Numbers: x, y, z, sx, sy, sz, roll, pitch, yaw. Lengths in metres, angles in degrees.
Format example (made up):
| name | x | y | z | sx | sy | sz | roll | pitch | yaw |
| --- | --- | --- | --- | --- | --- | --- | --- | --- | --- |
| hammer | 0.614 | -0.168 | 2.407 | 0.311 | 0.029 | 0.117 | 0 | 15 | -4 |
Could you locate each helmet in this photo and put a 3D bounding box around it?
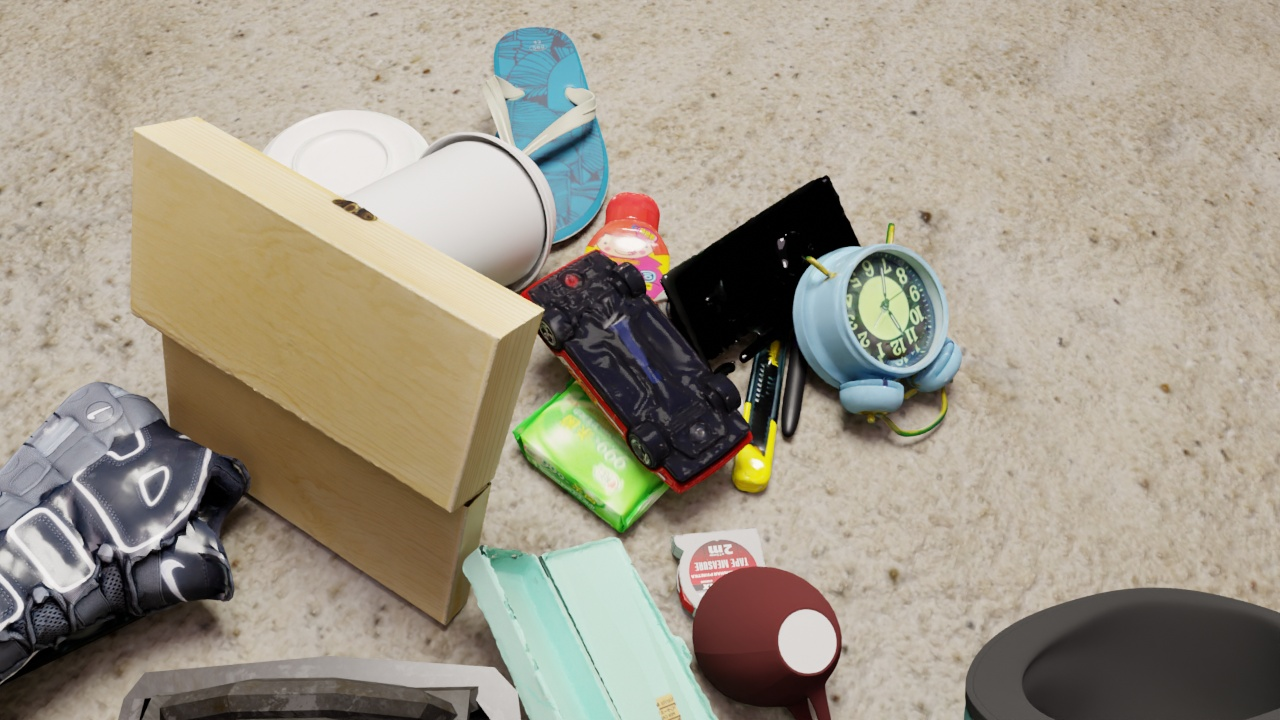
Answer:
| name | x | y | z | sx | sy | sz | roll | pitch | yaw |
| --- | --- | --- | --- | --- | --- | --- | --- | --- | --- |
| helmet | 0.254 | 0.248 | 0.470 | 0.274 | 0.200 | 0.177 | -8 | 12 | -26 |

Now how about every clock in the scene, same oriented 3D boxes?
| name | x | y | z | sx | sy | sz | roll | pitch | yaw |
| --- | --- | --- | --- | --- | --- | --- | --- | --- | --- |
| clock | 0.187 | -0.019 | 0.712 | 0.117 | 0.060 | 0.162 | -26 | 93 | -25 |

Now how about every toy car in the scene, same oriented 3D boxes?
| name | x | y | z | sx | sy | sz | roll | pitch | yaw |
| --- | --- | --- | --- | --- | --- | --- | --- | --- | --- |
| toy car | -0.004 | 0.004 | 0.657 | 0.081 | 0.056 | 0.189 | -34 | 73 | -20 |
| toy car | 0.088 | -0.065 | 0.739 | 0.191 | 0.071 | 0.094 | -36 | 103 | -29 |

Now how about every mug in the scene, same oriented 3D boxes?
| name | x | y | z | sx | sy | sz | roll | pitch | yaw |
| --- | --- | --- | --- | --- | --- | --- | --- | --- | --- |
| mug | 0.090 | 0.181 | 0.556 | 0.087 | 0.088 | 0.114 | -22 | 82 | -17 |

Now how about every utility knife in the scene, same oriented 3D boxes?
| name | x | y | z | sx | sy | sz | roll | pitch | yaw |
| --- | --- | --- | --- | --- | --- | --- | --- | --- | --- |
| utility knife | 0.096 | 0.024 | 0.716 | 0.029 | 0.020 | 0.172 | 12 | 54 | 2 |

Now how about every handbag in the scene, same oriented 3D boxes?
| name | x | y | z | sx | sy | sz | roll | pitch | yaw |
| --- | --- | --- | --- | --- | --- | --- | --- | --- | --- |
| handbag | -0.157 | 0.207 | 0.460 | 0.197 | 0.200 | 0.102 | 0 | 56 | -4 |

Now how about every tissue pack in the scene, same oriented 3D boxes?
| name | x | y | z | sx | sy | sz | roll | pitch | yaw |
| --- | --- | --- | --- | --- | --- | --- | --- | --- | --- |
| tissue pack | -0.021 | 0.059 | 0.673 | 0.114 | 0.034 | 0.099 | 35 | 61 | 20 |

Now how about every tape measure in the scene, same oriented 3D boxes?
| name | x | y | z | sx | sy | sz | roll | pitch | yaw |
| --- | --- | --- | --- | --- | --- | --- | --- | --- | --- |
| tape measure | 0.055 | 0.146 | 0.627 | 0.060 | 0.020 | 0.062 | -4 | 57 | -8 |

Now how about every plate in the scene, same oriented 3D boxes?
| name | x | y | z | sx | sy | sz | roll | pitch | yaw |
| --- | --- | --- | --- | --- | --- | --- | --- | --- | --- |
| plate | -0.265 | -0.174 | 0.821 | 0.157 | 0.014 | 0.156 | 2 | 56 | -4 |

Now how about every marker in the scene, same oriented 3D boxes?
| name | x | y | z | sx | sy | sz | roll | pitch | yaw |
| --- | --- | --- | --- | --- | --- | --- | --- | --- | --- |
| marker | 0.126 | 0.003 | 0.732 | 0.015 | 0.018 | 0.133 | 20 | 55 | -8 |

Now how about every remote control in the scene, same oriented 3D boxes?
| name | x | y | z | sx | sy | sz | roll | pitch | yaw |
| --- | --- | --- | --- | --- | --- | --- | --- | --- | --- |
| remote control | -0.364 | 0.166 | 0.578 | 0.140 | 0.021 | 0.045 | -26 | 58 | -25 |

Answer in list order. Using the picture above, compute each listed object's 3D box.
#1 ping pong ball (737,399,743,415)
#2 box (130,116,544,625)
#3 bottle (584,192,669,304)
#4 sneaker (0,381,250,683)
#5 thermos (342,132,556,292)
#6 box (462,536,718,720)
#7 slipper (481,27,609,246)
| name | x | y | z | sx | sy | sz | roll | pitch | yaw |
| --- | --- | --- | --- | --- | --- | --- | --- | --- | --- |
| ping pong ball | 0.058 | 0.036 | 0.690 | 0.040 | 0.040 | 0.040 | 2 | 56 | -4 |
| box | -0.195 | 0.017 | 0.559 | 0.247 | 0.254 | 0.067 | 29 | 42 | 15 |
| bottle | -0.012 | -0.079 | 0.758 | 0.071 | 0.049 | 0.134 | 5 | 55 | 1 |
| sneaker | -0.323 | 0.132 | 0.540 | 0.151 | 0.097 | 0.251 | 17 | 43 | 3 |
| thermos | -0.164 | -0.083 | 0.657 | 0.131 | 0.132 | 0.221 | 28 | 33 | 14 |
| box | -0.023 | 0.193 | 0.558 | 0.138 | 0.052 | 0.187 | 14 | 38 | -51 |
| slipper | -0.090 | -0.226 | 0.846 | 0.118 | 0.060 | 0.294 | 0 | 56 | -9 |
